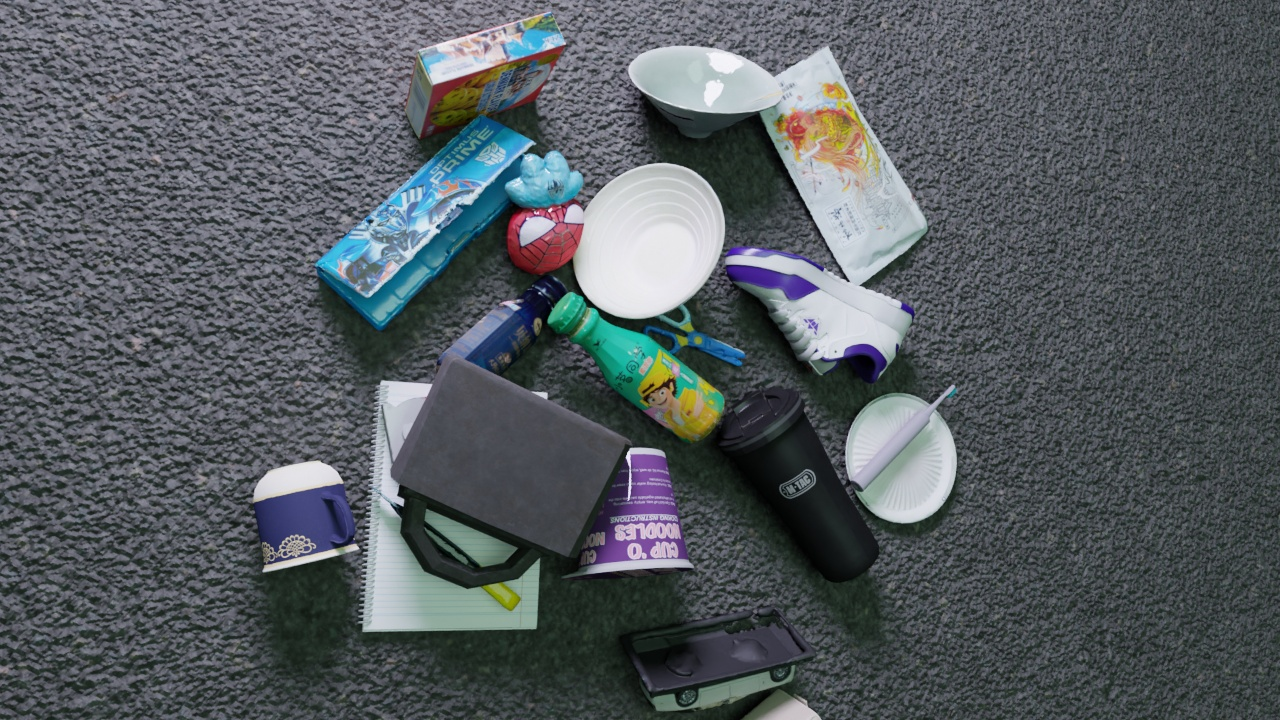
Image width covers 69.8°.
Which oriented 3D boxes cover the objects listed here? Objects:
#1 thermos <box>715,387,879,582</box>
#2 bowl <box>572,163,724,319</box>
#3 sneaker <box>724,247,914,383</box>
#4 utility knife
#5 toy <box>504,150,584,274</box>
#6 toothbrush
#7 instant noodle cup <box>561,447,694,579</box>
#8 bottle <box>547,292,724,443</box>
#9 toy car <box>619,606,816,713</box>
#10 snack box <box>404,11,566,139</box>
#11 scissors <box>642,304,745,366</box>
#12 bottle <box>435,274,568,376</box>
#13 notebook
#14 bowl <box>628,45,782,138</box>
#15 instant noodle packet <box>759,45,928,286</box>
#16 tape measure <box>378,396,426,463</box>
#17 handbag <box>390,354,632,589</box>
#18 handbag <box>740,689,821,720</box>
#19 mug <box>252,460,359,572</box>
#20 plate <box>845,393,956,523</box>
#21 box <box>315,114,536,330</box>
[{"bbox_3d":[0.180,0.140,1.022,0.105,0.106,0.218,-38,100,-20],"label":"thermos"},{"bbox_3d":[0.017,-0.121,0.997,0.177,0.057,0.176,-7,72,24],"label":"bowl"},{"bbox_3d":[0.195,-0.046,1.061,0.244,0.092,0.111,21,85,-15],"label":"sneaker"},{"bbox_3d":[-0.194,0.185,0.909,0.187,0.029,0.020,43,70,-10],"label":"utility knife"},{"bbox_3d":[-0.099,-0.153,0.964,0.092,0.062,0.133,-24,131,-35],"label":"toy"},{"bbox_3d":[0.319,0.089,1.098,0.187,0.018,0.019,-41,98,-19],"label":"toothbrush"},{"bbox_3d":[-0.018,0.159,0.950,0.137,0.122,0.121,-7,73,8],"label":"instant noodle cup"},{"bbox_3d":[-0.006,0.006,0.974,0.209,0.068,0.068,37,72,-20],"label":"bottle"},{"bbox_3d":[0.079,0.327,0.975,0.191,0.094,0.071,-6,114,-21],"label":"toy car"},{"bbox_3d":[-0.162,-0.289,0.937,0.144,0.143,0.040,-25,90,-20],"label":"snack box"},{"bbox_3d":[0.063,-0.018,1.046,0.130,0.022,0.070,29,73,-16],"label":"scissors"},{"bbox_3d":[-0.140,-0.028,0.953,0.056,0.056,0.160,48,64,-7],"label":"bottle"},{"bbox_3d":[-0.188,0.149,0.938,0.177,0.013,0.245,5,81,-20],"label":"notebook"},{"bbox_3d":[0.069,-0.294,1.052,0.174,0.068,0.173,6,41,-5],"label":"bowl"},{"bbox_3d":[0.248,-0.239,1.121,0.146,0.057,0.269,-36,99,-19],"label":"instant noodle packet"},{"bbox_3d":[-0.225,0.068,0.916,0.062,0.020,0.060,-10,87,-23],"label":"tape measure"},{"bbox_3d":[-0.139,0.124,0.883,0.197,0.102,0.199,28,86,-16],"label":"handbag"},{"bbox_3d":[0.141,0.487,0.968,0.194,0.101,0.198,-33,106,-20],"label":"handbag"},{"bbox_3d":[-0.305,0.140,0.849,0.085,0.112,0.089,-4,79,-55],"label":"mug"},{"bbox_3d":[0.314,0.118,1.112,0.156,0.014,0.157,3,82,-19],"label":"plate"},{"bbox_3d":[-0.210,-0.151,0.932,0.092,0.085,0.243,44,71,-7],"label":"box"}]
